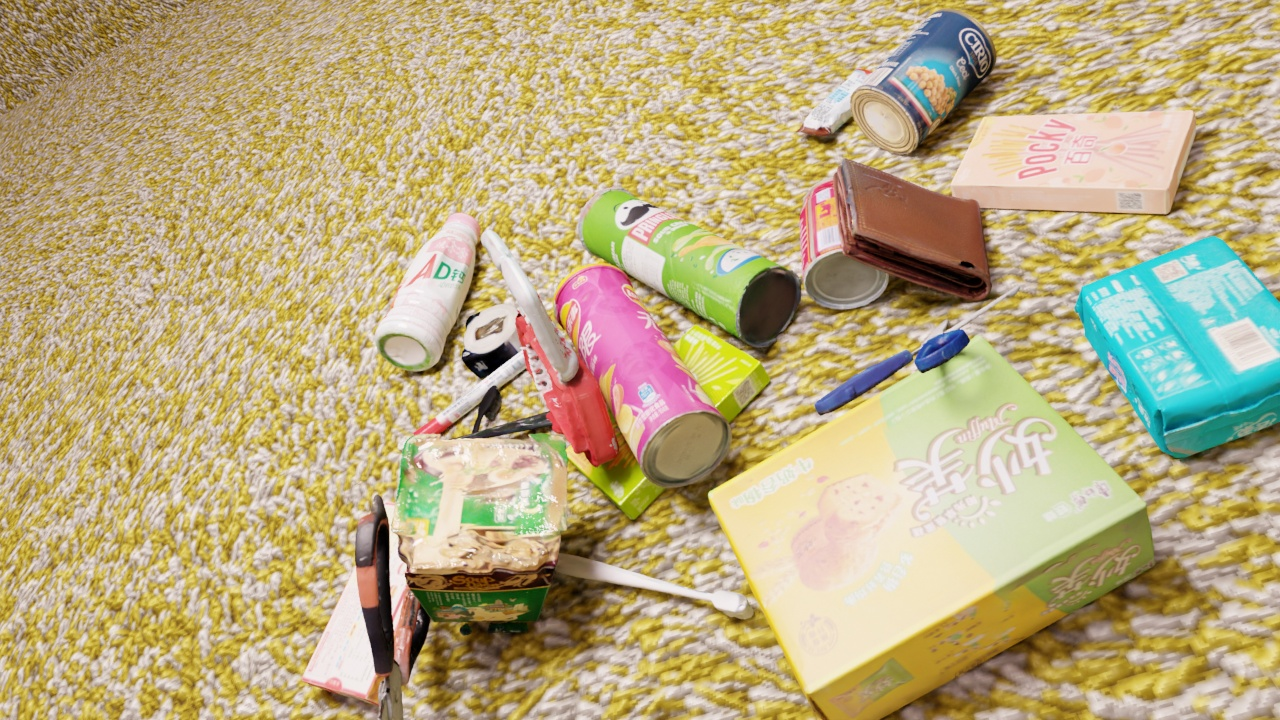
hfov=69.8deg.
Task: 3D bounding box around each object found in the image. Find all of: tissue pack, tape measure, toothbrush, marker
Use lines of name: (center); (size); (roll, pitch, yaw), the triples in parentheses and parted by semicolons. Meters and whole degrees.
tissue pack: (0.336, -0.013, 0.563); (0.093, 0.050, 0.133); (-23, 43, 16)
tape measure: (-0.138, -0.023, 0.889); (0.066, 0.033, 0.065); (-21, 45, 15)
toothbrush: (0.000, 0.158, 0.652); (0.180, 0.016, 0.016); (3, 52, 37)
toothbrush: (-0.129, 0.061, 0.804); (0.181, 0.018, 0.015); (-13, 51, 10)
toothbrush: (-0.157, 0.103, 0.805); (0.014, 0.017, 0.188); (-5, 53, 32)
marker: (-0.151, 0.030, 0.861); (0.145, 0.017, 0.017); (-38, 42, -3)

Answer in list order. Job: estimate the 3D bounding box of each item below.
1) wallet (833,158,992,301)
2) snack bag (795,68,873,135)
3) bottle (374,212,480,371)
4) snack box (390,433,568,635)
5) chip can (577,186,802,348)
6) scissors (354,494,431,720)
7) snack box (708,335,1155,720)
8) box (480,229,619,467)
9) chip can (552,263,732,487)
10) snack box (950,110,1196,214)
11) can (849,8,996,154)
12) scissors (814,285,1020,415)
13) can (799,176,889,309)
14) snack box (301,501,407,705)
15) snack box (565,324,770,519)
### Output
wallet: (0.207, -0.103, 0.695); (0.124, 0.032, 0.101); (16, 46, -11)
snack bag: (0.198, -0.248, 0.884); (0.104, 0.026, 0.048); (-44, 36, -9)
bottle: (-0.215, -0.079, 0.970); (0.068, 0.068, 0.196); (-10, 43, 25)
snack box: (-0.113, 0.128, 0.667); (0.118, 0.106, 0.117); (2, 46, -5)
chip can: (0.036, -0.087, 0.808); (0.072, 0.072, 0.236); (-44, 43, -10)
scissors: (-0.166, 0.201, 0.615); (0.015, 0.189, 0.225); (-5, 35, 1)
snack box: (0.165, 0.100, 0.555); (0.210, 0.070, 0.157); (-31, 41, 5)
box: (-0.077, -0.018, 0.727); (0.039, 0.158, 0.201); (-20, 25, -10)
chip can: (-0.004, 0.004, 0.709); (0.071, 0.071, 0.210); (-34, 41, 1)
snack box: (0.332, -0.154, 0.712); (0.157, 0.026, 0.084); (10, 58, 38)
can: (0.248, -0.245, 0.812); (0.111, 0.075, 0.075); (-45, 43, -10)
scissors: (0.187, -0.008, 0.608); (0.174, 0.012, 0.162); (-30, -2, 6)
can: (0.162, -0.096, 0.738); (0.067, 0.066, 0.093); (-14, 46, 22)
snack box: (-0.204, 0.190, 0.736); (0.077, 0.027, 0.155); (0, 56, 33)
snack box: (0.020, 0.045, 0.731); (0.156, 0.026, 0.086); (-44, 42, -9)
